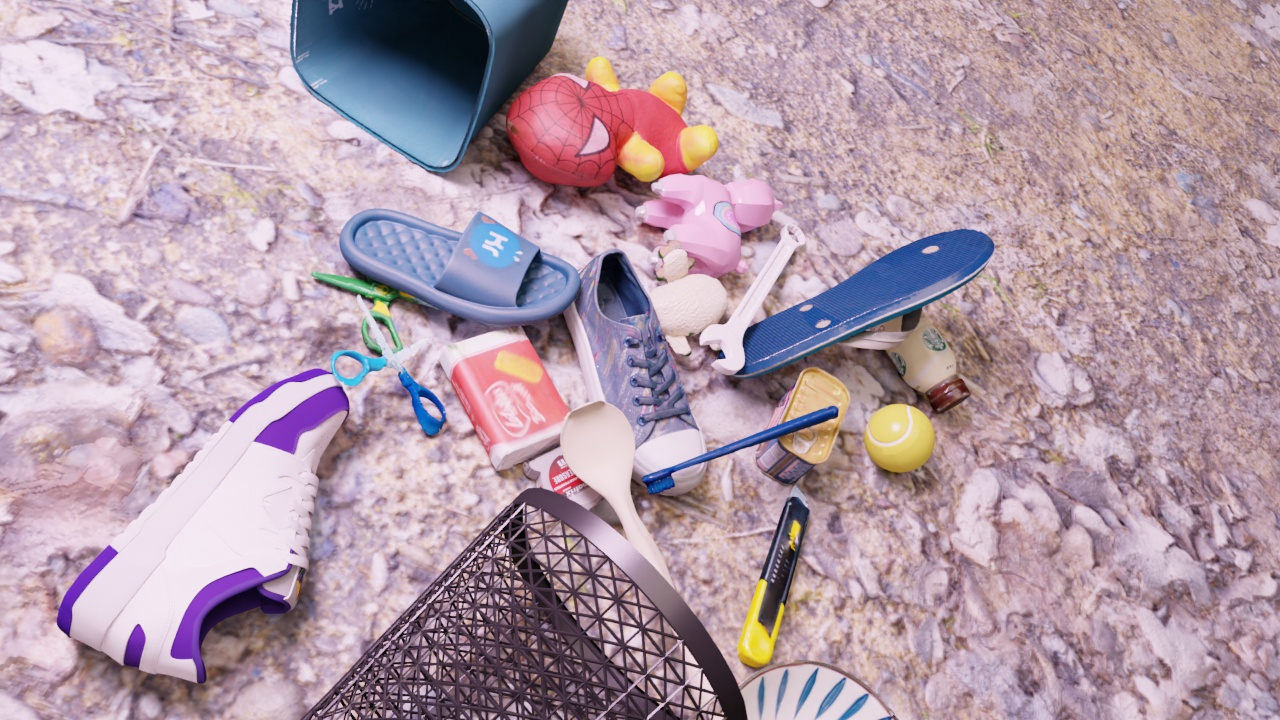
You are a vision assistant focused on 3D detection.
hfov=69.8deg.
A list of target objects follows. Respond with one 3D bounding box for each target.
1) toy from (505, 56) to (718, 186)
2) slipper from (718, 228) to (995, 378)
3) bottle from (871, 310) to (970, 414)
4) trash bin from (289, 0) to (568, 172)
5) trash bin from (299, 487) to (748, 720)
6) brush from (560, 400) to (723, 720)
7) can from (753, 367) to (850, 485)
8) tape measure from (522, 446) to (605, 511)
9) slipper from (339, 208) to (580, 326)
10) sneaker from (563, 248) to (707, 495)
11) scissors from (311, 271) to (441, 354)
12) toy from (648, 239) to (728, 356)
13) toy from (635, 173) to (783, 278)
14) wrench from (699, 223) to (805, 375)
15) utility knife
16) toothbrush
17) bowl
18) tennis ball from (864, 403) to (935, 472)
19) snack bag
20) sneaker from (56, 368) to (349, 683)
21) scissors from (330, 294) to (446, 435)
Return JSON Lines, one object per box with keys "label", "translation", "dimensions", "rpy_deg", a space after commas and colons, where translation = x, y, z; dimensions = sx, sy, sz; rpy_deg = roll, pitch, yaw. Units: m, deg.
{"label": "toy", "translation": [-0.036, -0.232, 0.931], "dimensions": [0.215, 0.099, 0.147], "rpy_deg": [-10, 54, -28]}
{"label": "slipper", "translation": [0.216, -0.041, 0.883], "dimensions": [0.295, 0.118, 0.060], "rpy_deg": [-26, 109, -4]}
{"label": "bottle", "translation": [0.281, -0.022, 0.954], "dimensions": [0.056, 0.057, 0.162], "rpy_deg": [-18, 69, -30]}
{"label": "trash bin", "translation": [-0.184, -0.340, 0.890], "dimensions": [0.199, 0.197, 0.217], "rpy_deg": [34, 48, 0]}
{"label": "trash bin", "translation": [-0.096, 0.240, 0.566], "dimensions": [0.242, 0.217, 0.217], "rpy_deg": [-38, 79, -28]}
{"label": "brush", "translation": [0.004, 0.145, 0.698], "dimensions": [0.062, 0.077, 0.272], "rpy_deg": [-27, 64, 1]}
{"label": "can", "translation": [0.148, 0.062, 0.850], "dimensions": [0.054, 0.059, 0.099], "rpy_deg": [32, 54, -1]}
{"label": "tape measure", "translation": [-0.058, 0.100, 0.769], "dimensions": [0.060, 0.020, 0.062], "rpy_deg": [-25, 73, -32]}
{"label": "slipper", "translation": [-0.157, -0.088, 0.802], "dimensions": [0.213, 0.059, 0.103], "rpy_deg": [15, 47, -3]}
{"label": "sneaker", "translation": [-0.005, 0.005, 0.812], "dimensions": [0.087, 0.079, 0.235], "rpy_deg": [-13, 66, -28]}
{"label": "scissors", "translation": [-0.220, -0.060, 0.807], "dimensions": [0.127, 0.011, 0.125], "rpy_deg": [-12, 65, -29]}
{"label": "toy", "translation": [0.043, -0.056, 0.880], "dimensions": [0.087, 0.050, 0.112], "rpy_deg": [-21, 84, -21]}
{"label": "toy", "translation": [0.078, -0.141, 0.941], "dimensions": [0.157, 0.067, 0.123], "rpy_deg": [-1, 63, -27]}
{"label": "wrench", "translation": [0.119, -0.070, 0.912], "dimensions": [0.047, 0.009, 0.272], "rpy_deg": [43, 41, -6]}
{"label": "utility knife", "translation": [0.119, 0.181, 0.793], "dimensions": [0.029, 0.020, 0.173], "rpy_deg": [29, 53, -6]}
{"label": "toothbrush", "translation": [0.088, 0.075, 0.782], "dimensions": [0.189, 0.016, 0.017], "rpy_deg": [-19, 94, -19]}
{"label": "bowl", "translation": [0.116, 0.319, 0.676], "dimensions": [0.177, 0.071, 0.177], "rpy_deg": [10, 58, -17]}
{"label": "tennis ball", "translation": [0.248, 0.074, 0.878], "dimensions": [0.065, 0.065, 0.065], "rpy_deg": [10, 58, -16]}
{"label": "snack bag", "translation": [-0.112, 0.029, 0.781], "dimensions": [0.076, 0.036, 0.116], "rpy_deg": [-20, 70, -31]}
{"label": "sneaker", "translation": [-0.266, 0.113, 0.640], "dimensions": [0.111, 0.092, 0.243], "rpy_deg": [37, 56, -3]}
{"label": "scissors", "translation": [-0.200, 0.007, 0.742], "dimensions": [0.133, 0.014, 0.127], "rpy_deg": [59, 24, -11]}
